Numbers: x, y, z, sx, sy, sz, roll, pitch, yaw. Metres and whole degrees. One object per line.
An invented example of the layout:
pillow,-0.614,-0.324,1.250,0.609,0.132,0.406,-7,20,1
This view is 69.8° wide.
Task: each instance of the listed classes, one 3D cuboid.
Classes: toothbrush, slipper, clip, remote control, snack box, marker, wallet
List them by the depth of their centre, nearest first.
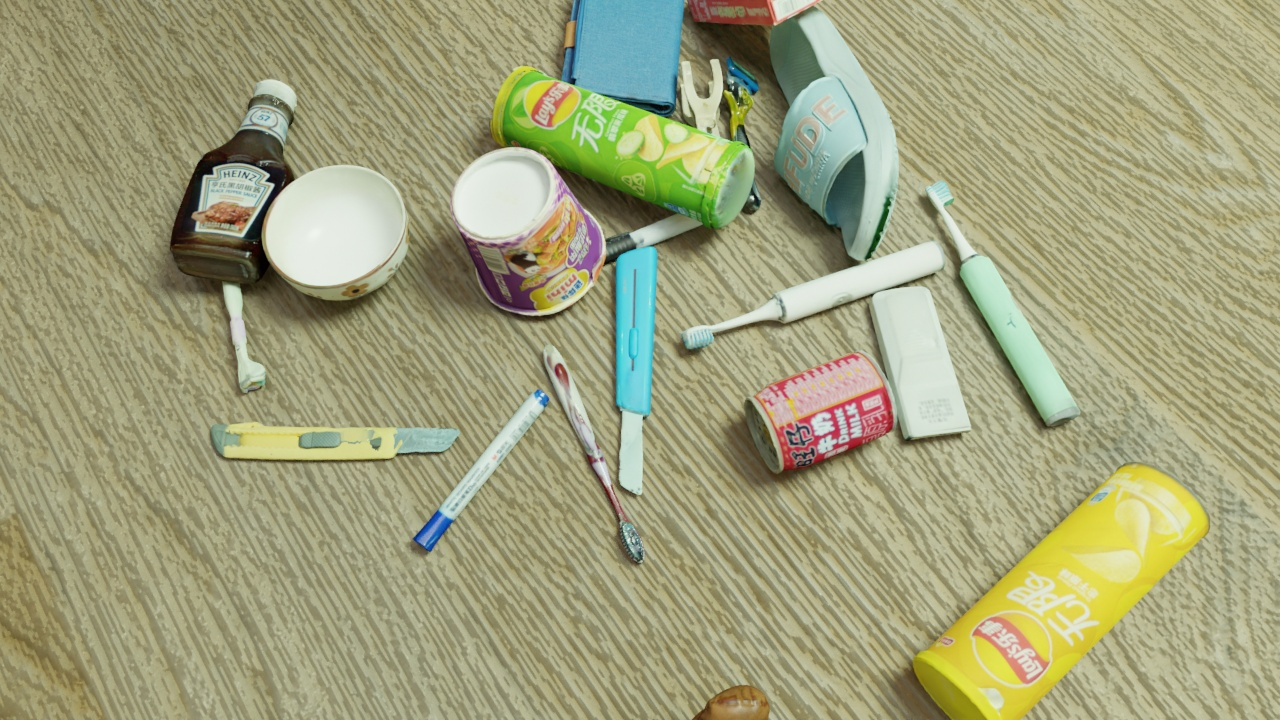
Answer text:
marker,-0.118,0.081,0.691,0.017,0.017,0.145,33,72,14
toothbrush,-0.037,0.066,0.693,0.016,0.017,0.187,-22,69,-8
remote control,0.215,0.000,0.710,0.049,0.024,0.124,-9,68,-1
toothbrush,0.280,-0.050,0.728,0.027,0.026,0.224,-27,67,13
toothbrush,0.137,-0.051,0.732,0.221,0.027,0.026,-18,50,-6
slipper,0.145,-0.195,0.754,0.074,0.104,0.245,-11,62,-9
toothbrush,-0.335,-0.060,0.757,0.029,0.020,0.189,-32,64,23
marker,0.023,-0.113,0.767,0.130,0.018,0.022,-24,74,-8
snack box,0.106,-0.321,0.800,0.075,0.025,0.153,-30,29,-11
clip,0.056,-0.208,0.808,0.034,0.081,0.104,-6,85,-2
wallet,-0.016,-0.285,0.832,0.106,0.040,0.132,7,67,-5

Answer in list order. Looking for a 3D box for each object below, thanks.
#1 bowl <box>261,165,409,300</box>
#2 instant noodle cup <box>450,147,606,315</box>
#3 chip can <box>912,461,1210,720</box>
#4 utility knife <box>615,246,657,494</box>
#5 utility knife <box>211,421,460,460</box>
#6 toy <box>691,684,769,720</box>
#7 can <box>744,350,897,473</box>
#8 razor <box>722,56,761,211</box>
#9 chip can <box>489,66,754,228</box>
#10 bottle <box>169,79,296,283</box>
bowl,-0.240,-0.095,0.744,0.113,0.062,0.113,0,67,0
instant noodle cup,-0.092,-0.106,0.716,0.112,0.099,0.111,-5,65,10
chip can,0.282,0.159,0.616,0.213,0.072,0.072,-37,71,-14
utility knife,-0.004,0.004,0.719,0.034,0.018,0.206,0,68,1
utility knife,-0.236,0.062,0.707,0.195,0.020,0.031,1,73,-3
toy,0.008,0.290,0.548,0.199,0.130,0.140,-27,74,1
can,0.130,0.039,0.673,0.093,0.067,0.066,-20,68,-7
razor,0.089,-0.192,0.798,0.022,0.042,0.142,-20,65,39
chip can,-0.015,-0.175,0.754,0.221,0.073,0.072,24,70,18
bottle,-0.331,-0.156,0.775,0.080,0.044,0.194,7,60,-6
